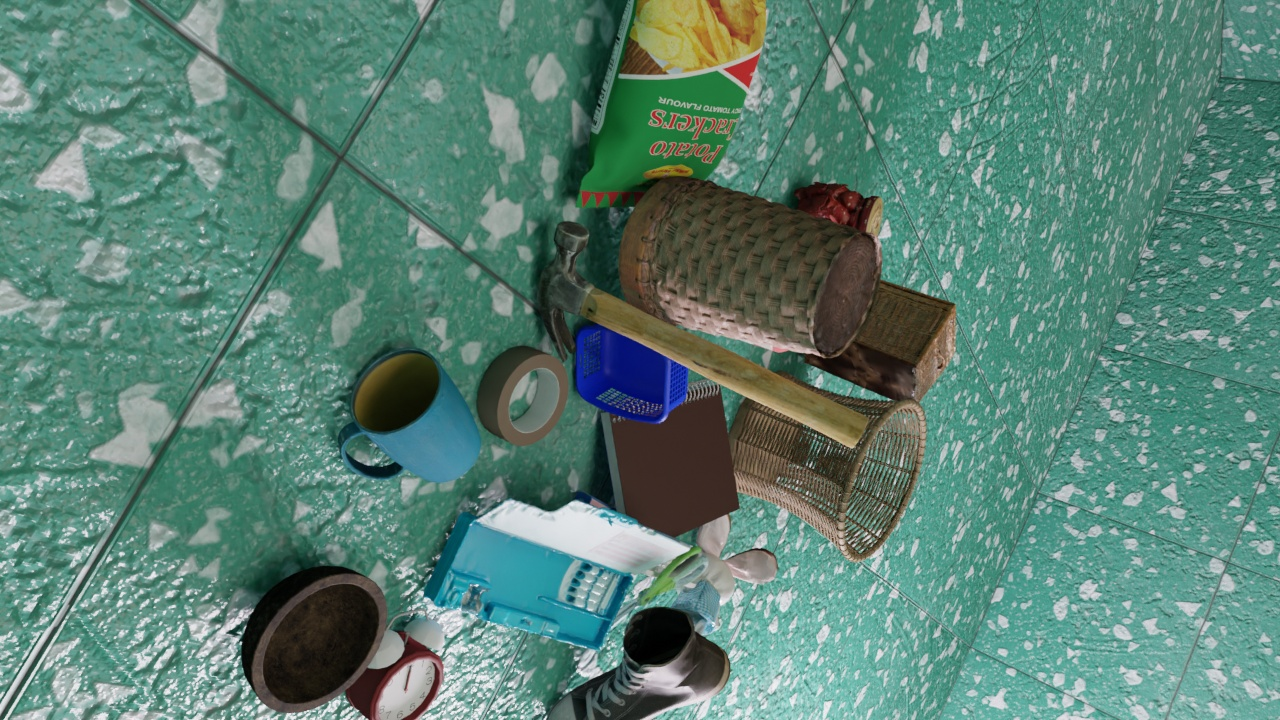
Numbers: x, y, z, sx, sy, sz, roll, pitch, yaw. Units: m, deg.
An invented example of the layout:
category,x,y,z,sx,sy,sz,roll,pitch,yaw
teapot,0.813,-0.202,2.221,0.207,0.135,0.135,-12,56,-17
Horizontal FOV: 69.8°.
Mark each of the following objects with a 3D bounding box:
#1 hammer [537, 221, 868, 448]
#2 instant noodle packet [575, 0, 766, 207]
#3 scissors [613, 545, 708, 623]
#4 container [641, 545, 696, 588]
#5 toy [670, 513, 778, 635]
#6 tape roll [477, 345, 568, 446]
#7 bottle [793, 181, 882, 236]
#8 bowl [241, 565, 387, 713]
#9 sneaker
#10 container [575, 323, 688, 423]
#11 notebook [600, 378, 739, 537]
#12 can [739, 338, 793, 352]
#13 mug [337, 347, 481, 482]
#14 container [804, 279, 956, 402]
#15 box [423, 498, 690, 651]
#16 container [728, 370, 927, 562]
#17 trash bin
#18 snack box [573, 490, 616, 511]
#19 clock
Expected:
category,x,y,z,sx,sy,sz,roll,pitch,yaw
hammer,0.052,-0.004,0.853,0.033,0.330,0.132,-48,162,-56
instant noodle packet,0.038,-0.267,0.884,0.195,0.090,0.253,-12,128,-50
scissors,0.003,0.270,1.055,0.175,0.033,0.072,-36,147,-10
container,0.013,0.237,1.119,0.129,0.081,0.049,33,69,-53
toy,0.084,0.311,1.212,0.106,0.131,0.204,-48,-177,45
tape roll,-0.114,0.034,0.895,0.093,0.030,0.094,-26,126,-43
bottle,0.244,-0.180,1.177,0.098,0.111,0.099,-42,141,-48
bowl,-0.277,0.221,0.758,0.121,0.056,0.121,-26,126,-43
sneaker,-0.021,0.373,1.070,0.235,0.095,0.120,-23,131,9
container,-0.006,0.005,0.950,0.058,0.114,0.096,-31,130,-51
notebook,0.040,0.118,1.088,0.208,0.022,0.171,-11,93,-49
can,0.103,-0.059,1.004,0.067,0.170,0.067,-28,128,-43
mug,-0.196,0.060,0.775,0.112,0.084,0.104,-30,141,-3
container,0.327,-0.034,1.277,0.112,0.199,0.114,-52,148,-23
box,-0.084,0.203,0.941,0.227,0.074,0.181,29,106,-38
container,0.252,0.132,1.264,0.226,0.196,0.227,-26,126,-43
trash bin,0.104,-0.082,0.880,0.150,0.210,0.151,-30,131,-41
snack box,-0.067,0.234,1.029,0.088,0.033,0.154,35,78,-35
clock,-0.228,0.293,0.865,0.087,0.044,0.124,0,108,-52
